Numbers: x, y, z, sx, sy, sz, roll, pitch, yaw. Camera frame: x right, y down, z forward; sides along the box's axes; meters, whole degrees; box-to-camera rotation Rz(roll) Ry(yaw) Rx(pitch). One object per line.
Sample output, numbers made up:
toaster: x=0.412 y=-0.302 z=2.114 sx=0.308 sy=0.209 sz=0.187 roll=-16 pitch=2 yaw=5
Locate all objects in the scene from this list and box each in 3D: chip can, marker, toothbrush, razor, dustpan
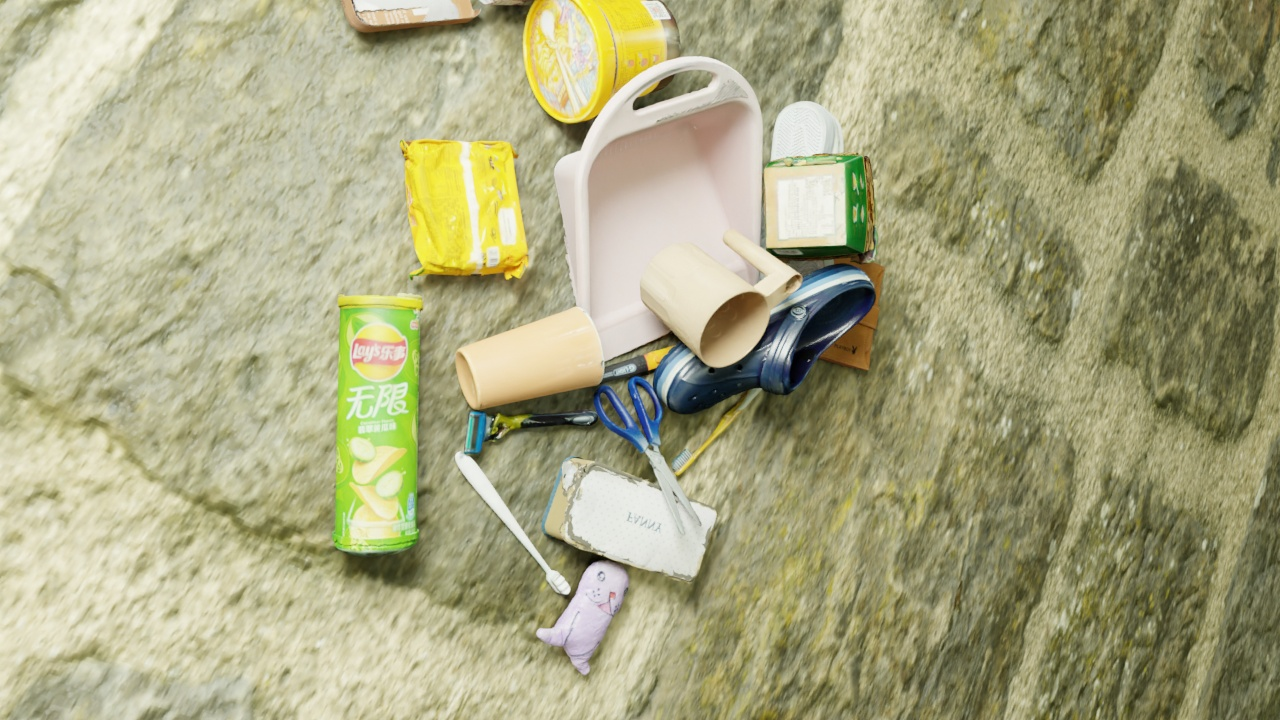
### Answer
chip can: x=-0.224 y=0.054 z=0.783 sx=0.072 sy=0.073 sz=0.221 roll=1 pitch=89 yaw=-30
marker: x=-0.006 y=0.006 z=0.945 sx=0.123 sy=0.015 sz=0.018 roll=-16 pitch=93 yaw=-28
toothbrush: x=0.098 y=0.057 z=1.005 sx=0.191 sy=0.016 sz=0.018 roll=-44 pitch=102 yaw=-22
razor: x=-0.104 y=0.059 z=0.883 sx=0.142 sy=0.022 sz=0.043 roll=-5 pitch=118 yaw=-33
toothbrush: x=-0.121 y=0.157 z=0.875 sx=0.016 sy=0.016 sz=0.180 roll=-42 pitch=109 yaw=-25
dustpan: x=0.031 y=-0.137 z=0.872 sx=0.222 sy=0.139 sz=0.273 roll=-27 pitch=109 yaw=-23

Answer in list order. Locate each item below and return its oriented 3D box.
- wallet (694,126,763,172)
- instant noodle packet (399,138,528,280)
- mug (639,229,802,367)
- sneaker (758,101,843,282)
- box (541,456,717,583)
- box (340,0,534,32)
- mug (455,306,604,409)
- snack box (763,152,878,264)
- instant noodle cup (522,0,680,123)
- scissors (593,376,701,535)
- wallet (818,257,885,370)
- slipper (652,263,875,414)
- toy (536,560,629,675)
wallet: x=0.070 y=-0.229 z=0.979 sx=0.129 sy=0.037 sz=0.106 roll=-23 pitch=101 yaw=-28
instant noodle packet: x=-0.161 y=-0.136 z=0.838 sx=0.110 sy=0.044 sz=0.128 roll=-5 pitch=88 yaw=-24
mug: x=0.075 y=-0.068 z=0.880 sx=0.124 sy=0.103 sz=0.084 roll=-39 pitch=140 yaw=-8
sneaker: x=0.185 y=-0.161 z=1.025 sx=0.090 sy=0.090 sz=0.242 roll=-14 pitch=109 yaw=-59
box: x=-0.004 y=0.162 z=0.922 sx=0.184 sy=0.059 sz=0.089 roll=28 pitch=77 yaw=-29
box: x=-0.144 y=-0.404 z=0.783 sx=0.226 sy=0.157 sz=0.180 roll=-23 pitch=101 yaw=-38
mug: x=-0.105 y=0.001 z=0.855 sx=0.122 sy=0.078 sz=0.078 roll=-16 pitch=97 yaw=-24
snack box: x=0.172 y=-0.151 z=0.920 sx=0.105 sy=0.118 sz=0.117 roll=-24 pitch=112 yaw=-68
instant noodle cup: x=-0.033 y=-0.297 z=0.877 sx=0.114 sy=0.119 sz=0.118 roll=-24 pitch=101 yaw=-36
scissors: x=0.018 y=0.088 z=0.918 sx=0.171 sy=0.012 sz=0.140 roll=42 pitch=42 yaw=-10
wallet: x=0.235 y=-0.062 z=1.079 sx=0.107 sy=0.031 sz=0.131 roll=16 pitch=83 yaw=-28
slipper: x=0.137 y=-0.006 z=0.939 sx=0.252 sy=0.095 sz=0.105 roll=-29 pitch=143 yaw=-6
toy: x=-0.051 y=0.243 z=0.900 sx=0.107 sy=0.039 sz=0.084 roll=-55 pitch=129 yaw=-18
